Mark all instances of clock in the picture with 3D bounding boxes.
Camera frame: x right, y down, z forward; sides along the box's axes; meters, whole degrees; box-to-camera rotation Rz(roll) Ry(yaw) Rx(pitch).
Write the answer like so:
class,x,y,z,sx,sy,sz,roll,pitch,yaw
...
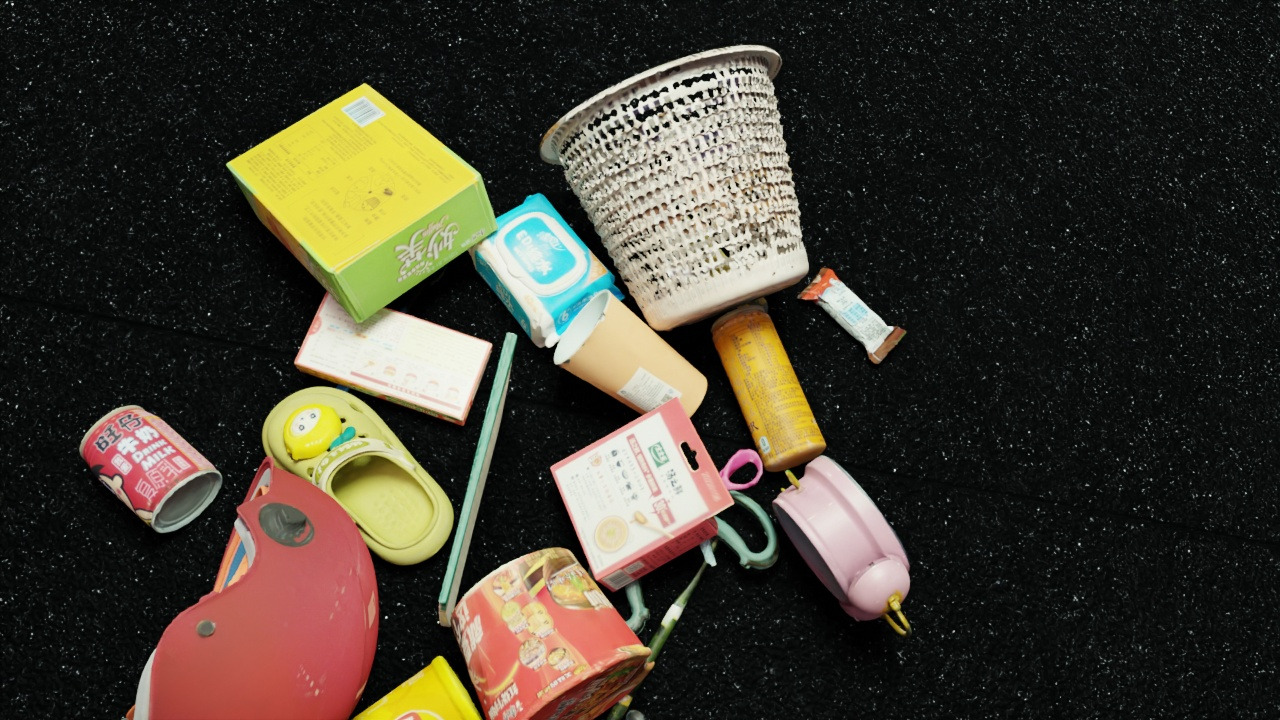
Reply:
class,x,y,z,sx,sy,sz,roll,pitch,yaw
clock,0.172,0.157,0.754,0.059,0.117,0.158,-35,71,-7

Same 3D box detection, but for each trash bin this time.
class,x,y,z,sx,sy,sz,roll,pitch,yaw
trash bin,0.048,-0.138,0.814,0.227,0.228,0.192,-20,89,-13

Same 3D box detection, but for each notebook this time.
class,x,y,z,sx,sy,sz,roll,pitch,yaw
notebook,-0.132,0.099,0.732,0.012,0.151,0.208,13,67,-6

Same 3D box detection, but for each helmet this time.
class,x,y,z,sx,sy,sz,roll,pitch,yaw
helmet,-0.263,0.195,0.665,0.144,0.207,0.239,28,34,-17

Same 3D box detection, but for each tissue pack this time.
class,x,y,z,sx,sy,sz,roll,pitch,yaw
tissue pack,-0.091,-0.085,0.860,0.089,0.063,0.140,-35,74,-17

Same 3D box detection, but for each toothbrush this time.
class,x,y,z,sx,sy,sz,roll,pitch,yaw
toothbrush,-0.235,-0.025,0.852,0.014,0.016,0.189,32,71,2
toothbrush,0.021,0.219,0.769,0.017,0.012,0.185,28,68,13

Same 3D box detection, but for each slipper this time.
class,x,y,z,sx,sy,sz,roll,pitch,yaw
slipper,-0.235,0.089,0.766,0.190,0.082,0.091,41,67,9

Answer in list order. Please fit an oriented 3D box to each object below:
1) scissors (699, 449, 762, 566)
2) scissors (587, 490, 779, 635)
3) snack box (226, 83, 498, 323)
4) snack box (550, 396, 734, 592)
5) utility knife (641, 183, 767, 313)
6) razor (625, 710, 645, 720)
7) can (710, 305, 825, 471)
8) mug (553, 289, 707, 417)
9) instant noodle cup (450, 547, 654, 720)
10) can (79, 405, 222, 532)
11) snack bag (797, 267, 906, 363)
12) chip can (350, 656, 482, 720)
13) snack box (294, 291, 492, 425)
class,x,y,z,sx,sy,sz,roll,pitch,yaw
scissors,0.048,0.113,0.788,0.135,0.017,0.133,-17,59,-3
scissors,0.021,0.164,0.781,0.170,0.019,0.178,25,68,16
snack box,-0.255,-0.150,0.839,0.157,0.070,0.210,-38,57,-19
snack box,0.004,0.110,0.763,0.127,0.044,0.113,-30,56,4
utility knife,0.055,-0.116,0.915,0.030,0.022,0.213,-35,70,-21
razor,0.015,0.344,0.712,0.043,0.022,0.142,-32,62,29
can,0.114,0.025,0.833,0.058,0.058,0.146,-16,69,-11
mug,-0.005,0.005,0.806,0.122,0.078,0.078,36,66,-17
instant noodle cup,-0.075,0.218,0.699,0.137,0.138,0.108,-28,62,-16
can,-0.405,0.088,0.758,0.094,0.067,0.066,38,69,11
snack bag,0.204,-0.045,0.888,0.104,0.026,0.048,42,76,12
chip can,-0.220,0.310,0.677,0.213,0.072,0.072,-32,73,-17
snack box,-0.219,-0.003,0.824,0.156,0.027,0.077,19,71,-2
